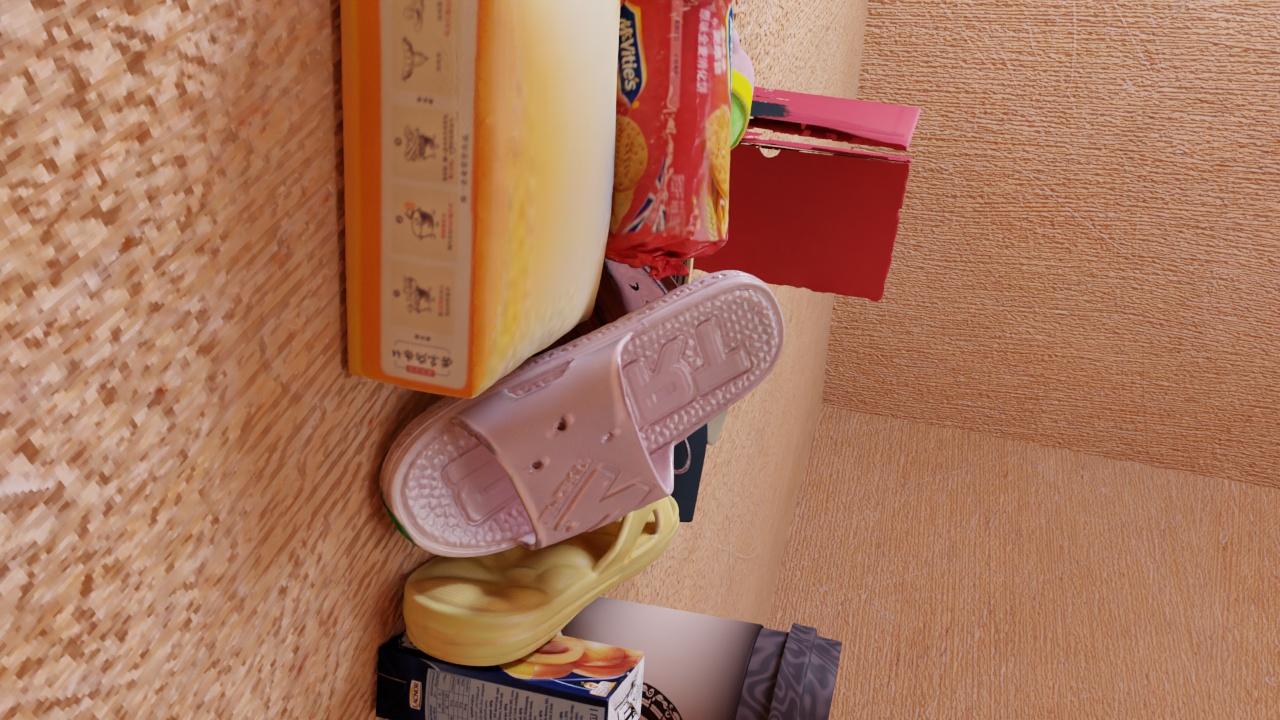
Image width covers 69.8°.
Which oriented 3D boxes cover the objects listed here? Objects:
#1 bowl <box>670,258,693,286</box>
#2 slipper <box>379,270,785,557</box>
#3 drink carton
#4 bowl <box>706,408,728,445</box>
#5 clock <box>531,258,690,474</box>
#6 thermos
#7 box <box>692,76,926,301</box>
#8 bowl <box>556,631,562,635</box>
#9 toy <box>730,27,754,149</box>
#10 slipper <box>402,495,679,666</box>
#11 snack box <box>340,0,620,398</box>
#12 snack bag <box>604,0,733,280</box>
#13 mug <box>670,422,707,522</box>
[{"bbox_3d":[-0.004,-0.063,0.686,0.112,0.061,0.112,11,89,-75],"label":"bowl"},{"bbox_3d":[-0.013,0.033,0.474,0.239,0.064,0.094,-30,121,-19],"label":"slipper"},{"bbox_3d":[-0.069,0.170,0.482,0.064,0.130,0.040,-14,110,-71],"label":"drink carton"},{"bbox_3d":[0.069,0.016,1.026,0.152,0.050,0.152,11,89,-75],"label":"bowl"},{"bbox_3d":[-0.007,-0.001,0.578,0.157,0.072,0.120,58,21,0],"label":"clock"},{"bbox_3d":[0.026,0.267,0.700,0.172,0.226,0.172,11,89,-75],"label":"thermos"},{"bbox_3d":[0.174,-0.194,0.976,0.350,0.217,0.198,-43,142,-67],"label":"box"},{"bbox_3d":[-0.084,0.208,0.602,0.114,0.051,0.114,11,89,-75],"label":"bowl"},{"bbox_3d":[0.038,-0.180,0.680,0.124,0.096,0.131,118,-42,-53],"label":"toy"},{"bbox_3d":[-0.051,0.098,0.566,0.262,0.099,0.078,-24,121,-67],"label":"slipper"},{"bbox_3d":[-0.061,-0.098,0.421,0.144,0.081,0.195,-45,143,-65],"label":"snack box"},{"bbox_3d":[0.012,-0.132,0.511,0.082,0.082,0.176,-13,104,-73],"label":"snack bag"},{"bbox_3d":[0.009,0.087,0.821,0.122,0.085,0.094,175,-73,-77],"label":"mug"}]
